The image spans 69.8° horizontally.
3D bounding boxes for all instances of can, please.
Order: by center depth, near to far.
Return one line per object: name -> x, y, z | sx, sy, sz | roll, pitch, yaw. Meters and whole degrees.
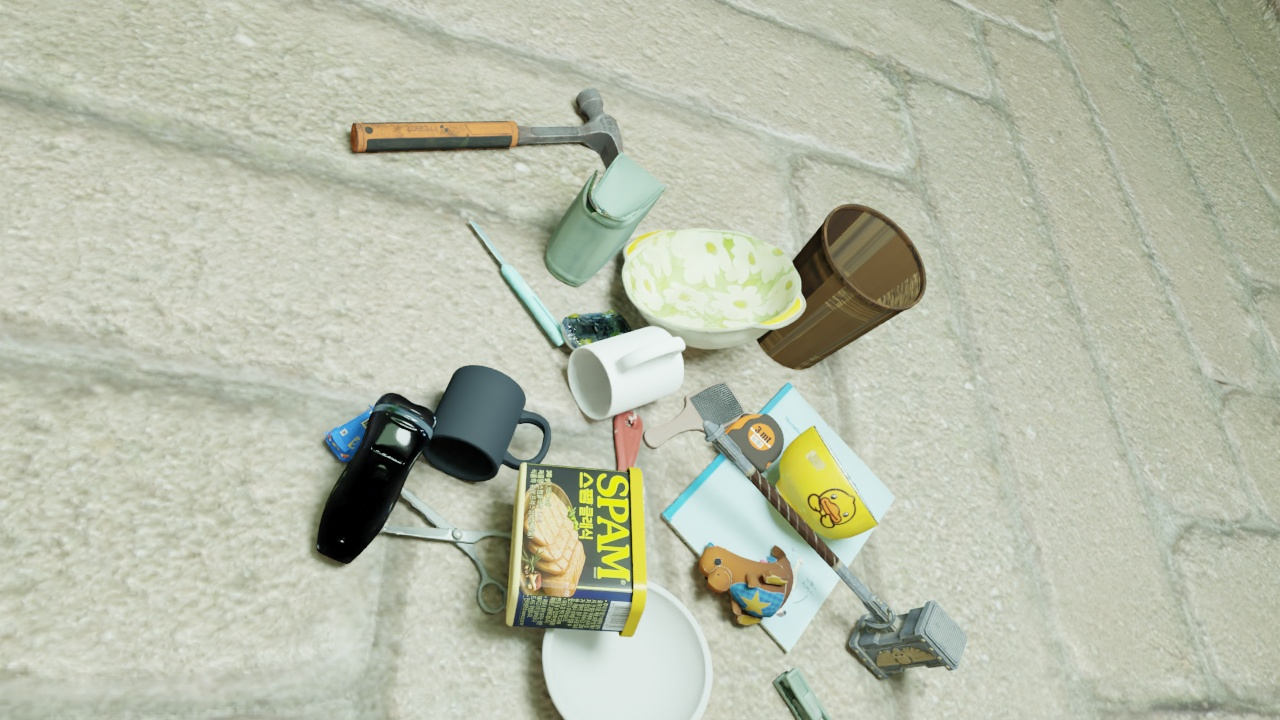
can -> -0.054, 0.155, 0.768 | 0.104, 0.075, 0.135 | 6, 47, -9

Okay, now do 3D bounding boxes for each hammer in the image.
hammer -> 0.168, 0.175, 0.872 | 0.322, 0.099, 0.044 | 47, 50, -8
hammer -> -0.157, -0.237, 1.008 | 0.313, 0.035, 0.137 | -10, 68, -33

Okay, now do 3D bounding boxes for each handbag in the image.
handbag -> -0.042, -0.149, 0.961 | 0.067, 0.122, 0.105 | 40, 51, -3

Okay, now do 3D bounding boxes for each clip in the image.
clip -> 0.155, 0.323, 0.851 | 0.023, 0.042, 0.076 | -25, 76, -36

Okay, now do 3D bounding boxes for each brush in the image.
brush -> -0.012, 0.118, 0.879 | 0.041, 0.030, 0.172 | 18, 55, -20
brush -> 0.057, 0.059, 0.962 | 0.135, 0.015, 0.050 | -23, 74, -37

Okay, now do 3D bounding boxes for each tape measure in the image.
tape measure -> 0.116, 0.085, 0.955 | 0.058, 0.038, 0.058 | 43, 64, 2

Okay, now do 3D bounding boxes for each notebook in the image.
notebook -> 0.154, 0.152, 0.964 | 0.181, 0.009, 0.252 | 47, 51, 3

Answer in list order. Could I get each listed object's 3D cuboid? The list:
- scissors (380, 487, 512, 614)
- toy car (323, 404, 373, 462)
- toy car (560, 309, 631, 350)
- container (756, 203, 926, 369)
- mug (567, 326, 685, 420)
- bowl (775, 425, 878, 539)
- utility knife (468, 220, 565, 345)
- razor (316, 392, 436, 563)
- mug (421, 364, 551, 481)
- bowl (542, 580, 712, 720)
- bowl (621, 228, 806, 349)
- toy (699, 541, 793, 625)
scissors -> -0.144, 0.147, 0.797 | 0.157, 0.014, 0.141 | -27, 81, -38
toy car -> -0.232, 0.053, 0.773 | 0.091, 0.062, 0.033 | -34, 82, -39
toy car -> -0.046, -0.029, 0.947 | 0.089, 0.027, 0.038 | -7, 63, -47
container -> 0.212, -0.072, 1.028 | 0.132, 0.168, 0.132 | 14, 56, -22
mug -> -0.005, 0.005, 0.897 | 0.090, 0.111, 0.073 | -18, 81, -36
bowl -> 0.180, 0.132, 0.927 | 0.117, 0.068, 0.117 | 54, 8, -12
utility knife -> -0.128, -0.080, 0.943 | 0.165, 0.015, 0.022 | 51, 28, 9
razor -> -0.219, 0.095, 0.749 | 0.053, 0.064, 0.140 | 29, 82, -14
mug -> -0.131, 0.061, 0.813 | 0.105, 0.071, 0.077 | 19, 53, -2
bowl -> -0.015, 0.260, 0.779 | 0.149, 0.043, 0.149 | 12, 51, -15
bowl -> 0.075, -0.069, 0.989 | 0.219, 0.060, 0.187 | 31, 49, 32
toy -> 0.103, 0.197, 0.880 | 0.090, 0.071, 0.102 | 28, 30, 3
